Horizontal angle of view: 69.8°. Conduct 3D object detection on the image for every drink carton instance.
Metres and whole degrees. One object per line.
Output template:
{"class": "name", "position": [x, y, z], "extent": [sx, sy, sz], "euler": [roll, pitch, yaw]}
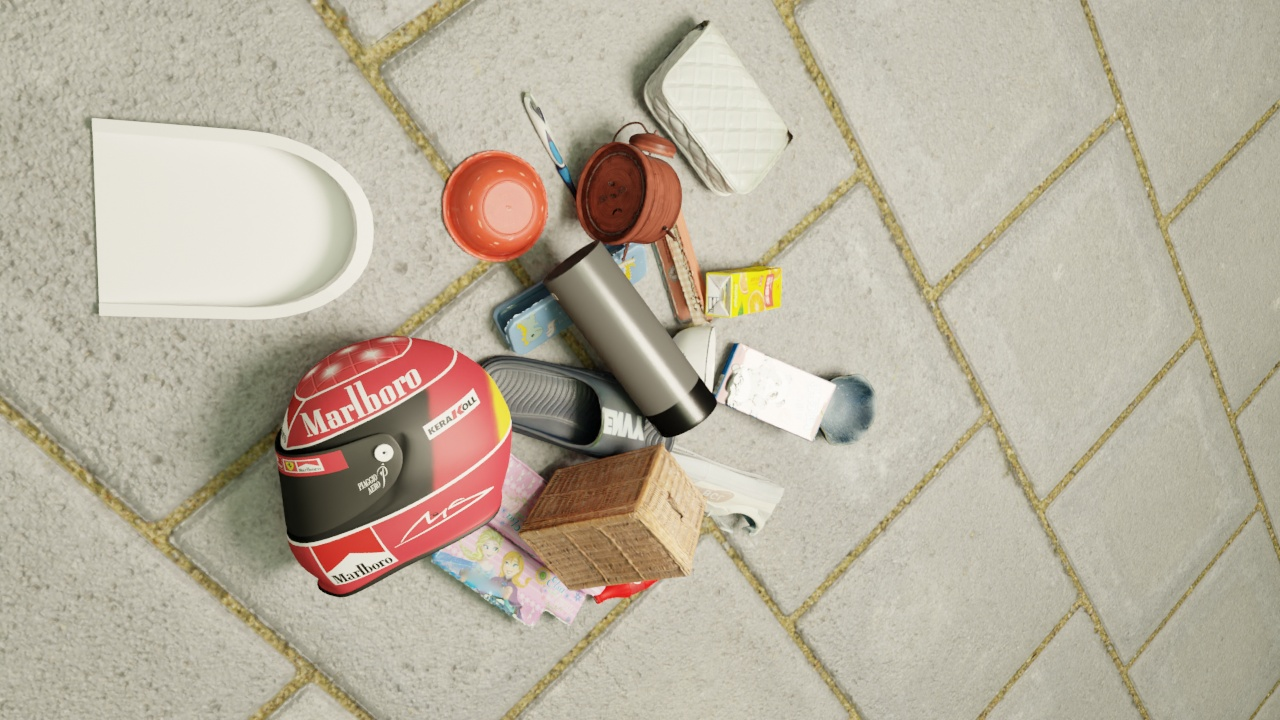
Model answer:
{"class": "drink carton", "position": [0.138, -0.092, 1.215], "extent": [0.134, 0.043, 0.058], "euler": [-14, 107, -51]}

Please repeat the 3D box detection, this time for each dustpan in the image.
{"class": "dustpan", "position": [-0.410, -0.138, 0.940], "extent": [0.257, 0.053, 0.191], "euler": [-1, 102, -27]}

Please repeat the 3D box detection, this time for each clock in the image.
{"class": "clock", "position": [-0.012, -0.207, 1.084], "extent": [0.072, 0.121, 0.157], "euler": [2, 77, -46]}

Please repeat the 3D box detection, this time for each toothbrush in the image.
{"class": "toothbrush", "position": [-0.094, -0.234, 1.105], "extent": [0.016, 0.017, 0.189], "euler": [-34, 115, -16]}

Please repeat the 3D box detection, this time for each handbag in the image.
{"class": "handbag", "position": [0.096, -0.311, 1.157], "extent": [0.195, 0.073, 0.138], "euler": [48, 69, -26]}

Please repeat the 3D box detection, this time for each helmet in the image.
{"class": "helmet", "position": [-0.274, 0.092, 0.981], "extent": [0.270, 0.198, 0.225], "euler": [-27, 112, -11]}

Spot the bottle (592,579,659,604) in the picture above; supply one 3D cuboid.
{"class": "bottle", "position": [-0.010, 0.300, 1.253], "extent": [0.118, 0.036, 0.036], "euler": [-21, 110, -22]}

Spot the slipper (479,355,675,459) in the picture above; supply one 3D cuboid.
{"class": "slipper", "position": [-0.072, 0.057, 1.115], "extent": [0.268, 0.083, 0.110], "euler": [16, 83, -16]}

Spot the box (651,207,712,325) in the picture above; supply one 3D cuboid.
{"class": "box", "position": [0.045, -0.134, 1.194], "extent": [0.056, 0.064, 0.188], "euler": [-43, 120, -54]}

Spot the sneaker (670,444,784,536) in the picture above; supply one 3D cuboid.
{"class": "sneaker", "position": [0.087, 0.179, 1.248], "extent": [0.242, 0.089, 0.091], "euler": [23, 92, -30]}

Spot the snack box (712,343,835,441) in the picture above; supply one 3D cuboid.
{"class": "snack box", "position": [0.185, 0.044, 1.272], "extent": [0.154, 0.033, 0.088], "euler": [23, 90, -8]}

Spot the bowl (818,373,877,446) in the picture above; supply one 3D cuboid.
{"class": "bowl", "position": [0.289, 0.068, 1.348], "extent": [0.110, 0.055, 0.110], "euler": [-6, 104, -27]}

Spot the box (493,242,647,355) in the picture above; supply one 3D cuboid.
{"class": "box", "position": [-0.077, -0.079, 1.125], "extent": [0.209, 0.059, 0.068], "euler": [-33, 116, -17]}

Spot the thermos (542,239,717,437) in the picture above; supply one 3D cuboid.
{"class": "thermos", "position": [-0.010, -0.021, 1.083], "extent": [0.082, 0.082, 0.240], "euler": [-41, 107, -14]}

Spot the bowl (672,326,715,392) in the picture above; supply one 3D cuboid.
{"class": "bowl", "position": [0.062, 0.010, 1.197], "extent": [0.063, 0.113, 0.113], "euler": [5, 101, 10]}

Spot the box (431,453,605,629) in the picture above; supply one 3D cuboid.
{"class": "box", "position": [-0.136, 0.242, 1.158], "extent": [0.230, 0.035, 0.159], "euler": [43, 67, -27]}

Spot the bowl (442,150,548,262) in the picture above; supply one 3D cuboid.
{"class": "bowl", "position": [-0.161, -0.178, 1.066], "extent": [0.130, 0.045, 0.130], "euler": [-6, 104, -27]}

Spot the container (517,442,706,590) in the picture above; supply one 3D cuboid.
{"class": "container", "position": [-0.029, 0.188, 1.091], "extent": [0.114, 0.199, 0.112], "euler": [52, 42, -26]}
